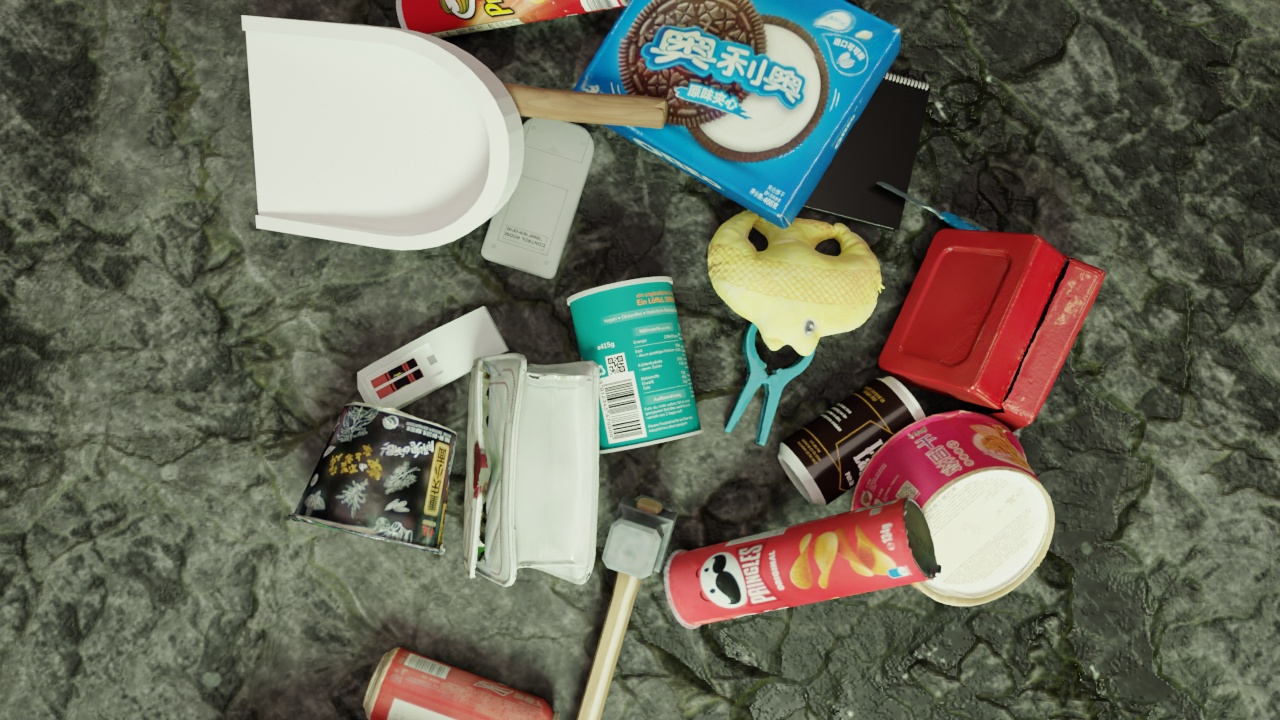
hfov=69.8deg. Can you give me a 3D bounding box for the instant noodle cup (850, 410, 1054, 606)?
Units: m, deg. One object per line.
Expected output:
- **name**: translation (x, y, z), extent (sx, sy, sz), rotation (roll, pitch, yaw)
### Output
- **instant noodle cup**: translation (0.287, 0.142, 0.822), extent (0.178, 0.077, 0.179), rotation (-4, 111, -11)

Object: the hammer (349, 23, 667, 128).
- **hammer**: translation (-0.138, -0.243, 0.845), extent (0.328, 0.052, 0.098), rotation (10, 95, 10)

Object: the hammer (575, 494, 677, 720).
- **hammer**: translation (-0.035, 0.282, 0.834), extent (0.051, 0.117, 0.323), rotation (16, 95, 8)

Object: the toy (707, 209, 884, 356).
- **toy**: translation (0.146, -0.076, 0.863), extent (0.170, 0.065, 0.154), rotation (10, 61, -3)

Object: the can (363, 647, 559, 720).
- **can**: translation (-0.163, 0.319, 0.837), extent (0.170, 0.067, 0.067), rotation (20, 86, -1)

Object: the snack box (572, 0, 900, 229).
- **snack box**: translation (0.086, -0.263, 0.846), extent (0.239, 0.056, 0.195), rotation (33, 92, 14)

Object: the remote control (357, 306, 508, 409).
- **remote control**: translation (-0.201, 0.002, 0.875), extent (0.143, 0.024, 0.049), rotation (-28, 88, -3)

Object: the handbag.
- **handbag**: translation (-0.108, 0.094, 0.817), extent (0.096, 0.142, 0.198), rotation (3, 85, -32)

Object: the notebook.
- **notebook**: translation (0.169, -0.223, 0.895), extent (0.206, 0.016, 0.149), rotation (13, 88, -6)

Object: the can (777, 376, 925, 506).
- **can**: translation (0.197, 0.076, 0.860), extent (0.128, 0.072, 0.072), rotation (-34, 88, -4)

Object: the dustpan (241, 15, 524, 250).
- **dustpan**: translation (-0.236, -0.196, 0.819), extent (0.258, 0.053, 0.192), rotation (7, 110, 5)

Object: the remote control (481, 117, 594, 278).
- **remote control**: translation (-0.097, -0.160, 0.890), extent (0.074, 0.019, 0.151), rotation (17, 87, -1)

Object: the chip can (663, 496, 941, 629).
- **chip can**: translation (0.134, 0.177, 0.793), extent (0.234, 0.073, 0.073), rotation (-21, 87, 31)

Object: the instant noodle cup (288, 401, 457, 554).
- **instant noodle cup**: translation (-0.229, 0.104, 0.822), extent (0.137, 0.137, 0.112), rotation (14, 76, -1)

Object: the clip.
- **clip**: translation (0.140, 0.020, 0.886), extent (0.121, 0.031, 0.130), rotation (1, 87, -6)

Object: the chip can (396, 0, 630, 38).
- **chip can**: translation (-0.118, -0.338, 0.851), extent (0.215, 0.051, 0.052), rotation (-4, 87, 16)

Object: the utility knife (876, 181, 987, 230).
- **utility knife**: translation (0.328, -0.124, 0.892), extent (0.225, 0.031, 0.015), rotation (24, 119, -4)

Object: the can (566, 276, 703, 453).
- **can**: translation (-0.005, 0.005, 0.844), extent (0.099, 0.099, 0.144), rotation (-12, 87, -3)

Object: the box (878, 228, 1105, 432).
- **box**: translation (0.318, -0.035, 0.848), extent (0.156, 0.147, 0.157), rotation (27, 86, 11)
